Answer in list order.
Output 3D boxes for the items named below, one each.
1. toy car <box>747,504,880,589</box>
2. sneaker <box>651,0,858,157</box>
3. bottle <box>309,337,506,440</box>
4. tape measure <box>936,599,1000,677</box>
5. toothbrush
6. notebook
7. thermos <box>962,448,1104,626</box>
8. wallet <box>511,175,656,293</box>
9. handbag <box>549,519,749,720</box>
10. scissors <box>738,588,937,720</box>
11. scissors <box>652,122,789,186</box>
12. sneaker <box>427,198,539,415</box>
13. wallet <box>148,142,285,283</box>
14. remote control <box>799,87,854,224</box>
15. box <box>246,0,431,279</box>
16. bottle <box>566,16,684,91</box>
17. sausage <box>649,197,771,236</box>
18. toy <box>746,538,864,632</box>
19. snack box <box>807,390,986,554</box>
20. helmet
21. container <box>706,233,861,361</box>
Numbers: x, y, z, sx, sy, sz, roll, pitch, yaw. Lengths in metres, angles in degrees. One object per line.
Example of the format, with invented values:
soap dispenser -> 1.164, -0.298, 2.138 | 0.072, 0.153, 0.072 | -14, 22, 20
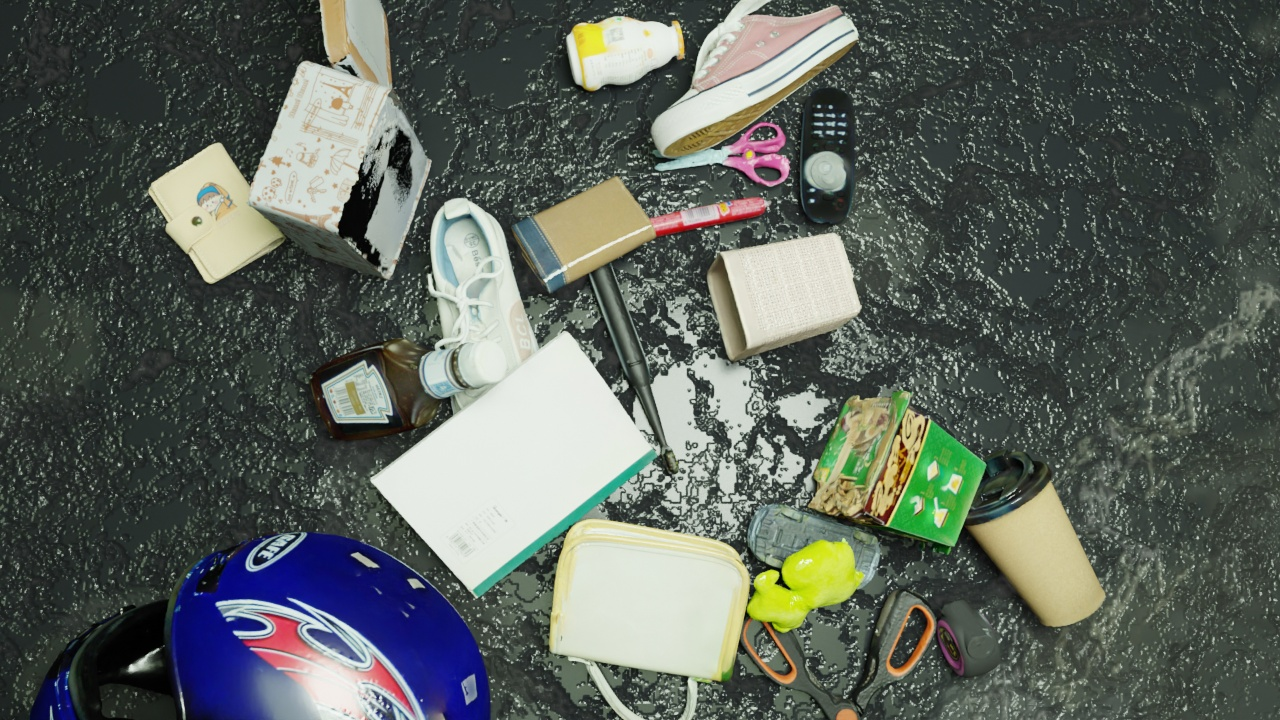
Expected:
toy car -> 0.156, 0.166, 0.825 | 0.120, 0.037, 0.054 | 18, 88, -9
sneaker -> 0.095, -0.275, 0.855 | 0.240, 0.118, 0.088 | -36, 90, -18
bottle -> -0.197, 0.019, 0.776 | 0.195, 0.043, 0.080 | -13, 101, 32
tape measure -> 0.289, 0.246, 0.806 | 0.039, 0.057, 0.058 | -16, 123, -7
toothbrush -> -0.005, 0.005, 0.849 | 0.026, 0.027, 0.212 | -19, 82, -11
notebook -> -0.105, 0.094, 0.808 | 0.209, 0.012, 0.150 | -37, 111, -6
thermos -> 0.343, 0.157, 0.810 | 0.093, 0.093, 0.143 | -34, 92, -7
wallet -> -0.054, -0.119, 0.852 | 0.115, 0.033, 0.090 | -29, 54, -6
handbag -> 0.002, 0.237, 0.805 | 0.163, 0.063, 0.179 | 9, 96, 0
scissors -> 0.180, 0.294, 0.816 | 0.234, 0.022, 0.221 | 44, 87, 5
scissors -> 0.077, -0.206, 0.892 | 0.137, 0.017, 0.073 | 5, 76, 3
sneaker -> -0.139, -0.029, 0.818 | 0.089, 0.091, 0.242 | -11, 82, -3
wallet -> -0.401, -0.137, 0.861 | 0.087, 0.024, 0.115 | -35, 85, -5
remote control -> 0.180, -0.196, 0.887 | 0.053, 0.024, 0.136 | 4, 82, -3
box -> -0.248, -0.223, 0.800 | 0.110, 0.179, 0.259 | 16, 81, 1
bottle -> -0.014, -0.296, 0.876 | 0.108, 0.063, 0.063 | -12, 82, -4
sausage -> 0.050, -0.135, 0.876 | 0.156, 0.020, 0.020 | -12, 82, -3
toy -> 0.142, 0.192, 0.788 | 0.096, 0.031, 0.100 | 31, 100, -28
snack box -> 0.229, 0.101, 0.807 | 0.105, 0.118, 0.117 | 26, 81, -10
helmet -> -0.263, 0.248, 0.689 | 0.315, 0.247, 0.240 | 34, 100, -3
container -> 0.130, -0.060, 0.833 | 0.111, 0.090, 0.090 | -14, 82, -7
